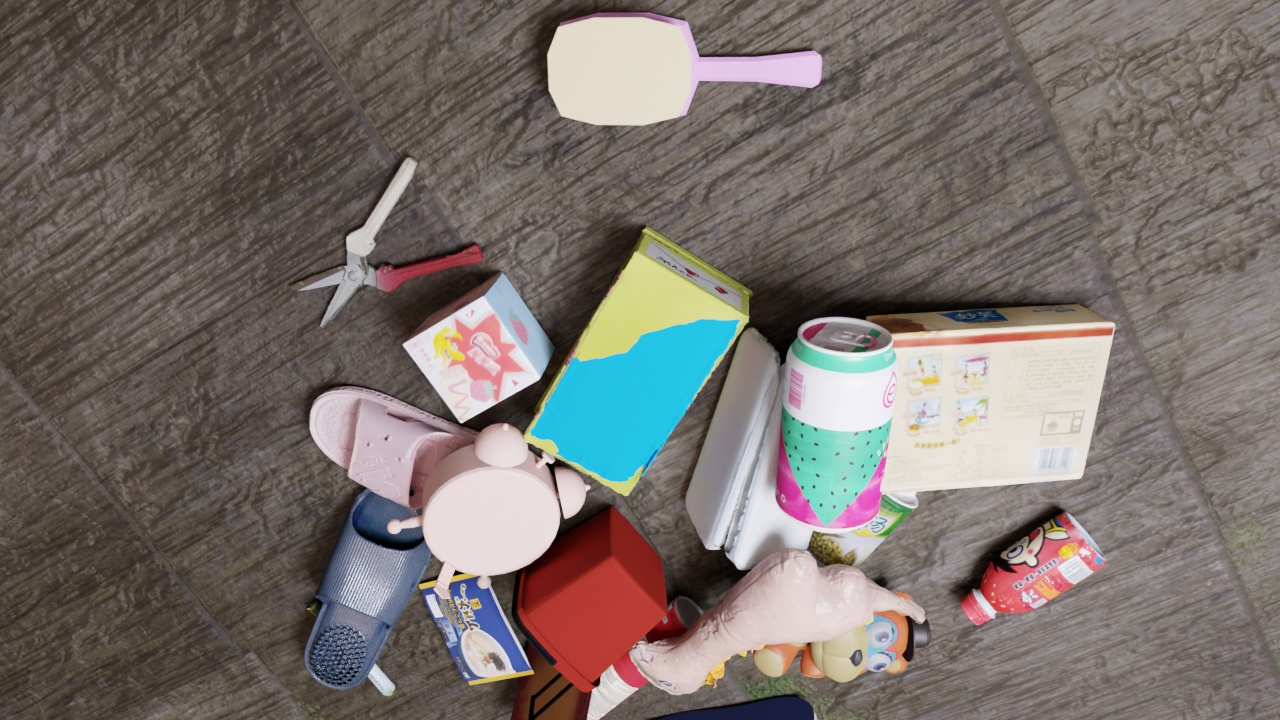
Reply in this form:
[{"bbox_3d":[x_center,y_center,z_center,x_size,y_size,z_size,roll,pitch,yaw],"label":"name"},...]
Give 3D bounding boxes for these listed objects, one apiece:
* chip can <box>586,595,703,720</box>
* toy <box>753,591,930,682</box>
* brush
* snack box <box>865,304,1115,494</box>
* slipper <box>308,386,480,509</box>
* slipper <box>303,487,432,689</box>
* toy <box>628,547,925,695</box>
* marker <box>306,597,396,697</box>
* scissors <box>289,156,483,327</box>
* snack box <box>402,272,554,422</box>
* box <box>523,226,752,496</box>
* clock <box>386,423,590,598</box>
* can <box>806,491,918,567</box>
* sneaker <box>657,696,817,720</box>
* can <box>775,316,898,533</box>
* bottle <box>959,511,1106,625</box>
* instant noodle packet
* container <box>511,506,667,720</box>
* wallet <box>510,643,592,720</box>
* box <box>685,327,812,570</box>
[{"bbox_3d":[-0.018,0.337,0.997,0.052,0.051,0.215,42,110,-11],"label":"chip can"},{"bbox_3d":[0.202,0.272,0.931,0.176,0.096,0.112,-6,112,-3],"label":"toy"},{"bbox_3d":[0.035,-0.241,0.761,0.229,0.043,0.089,2,112,6],"label":"brush"},{"bbox_3d":[0.297,0.034,0.812,0.207,0.055,0.153,-3,113,-8],"label":"snack box"},{"bbox_3d":[-0.222,0.102,0.918,0.239,0.064,0.094,18,113,-3],"label":"slipper"},{"bbox_3d":[-0.296,0.256,0.973,0.101,0.082,0.264,22,106,-7],"label":"slipper"},{"bbox_3d":[0.117,0.268,0.878,0.196,0.065,0.265,25,129,-11],"label":"toy"},{"bbox_3d":[-0.329,0.329,1.048,0.017,0.017,0.146,-31,106,17],"label":"marker"},{"bbox_3d":[-0.240,-0.105,0.862,0.196,0.015,0.179,8,114,3],"label":"scissors"},{"bbox_3d":[-0.148,-0.013,0.854,0.095,0.079,0.093,-28,107,15],"label":"snack box"},{"bbox_3d":[-0.005,0.005,0.848,0.124,0.082,0.221,29,115,-5],"label":"box"},{"bbox_3d":[-0.142,0.148,0.884,0.160,0.086,0.131,-45,119,6],"label":"clock"},{"bbox_3d":[0.206,0.156,0.890,0.067,0.067,0.121,33,112,-8],"label":"can"},{"bbox_3d":[0.094,0.460,1.020,0.233,0.091,0.118,-18,112,4],"label":"sneaker"},{"bbox_3d":[0.160,0.054,0.754,0.088,0.088,0.166,3,115,5],"label":"can"},{"bbox_3d":[0.377,0.210,0.896,0.138,0.061,0.062,-41,102,19],"label":"bottle"},{"bbox_3d":[-0.180,0.294,1.006,0.087,0.026,0.134,-18,104,23],"label":"instant noodle packet"},{"bbox_3d":[-0.077,0.258,0.921,0.201,0.148,0.127,-39,104,9],"label":"container"},{"bbox_3d":[-0.095,0.361,1.000,0.092,0.018,0.115,12,91,28],"label":"wallet"},{"bbox_3d":[0.129,0.084,0.855,0.105,0.130,0.211,9,114,-21],"label":"box"}]
